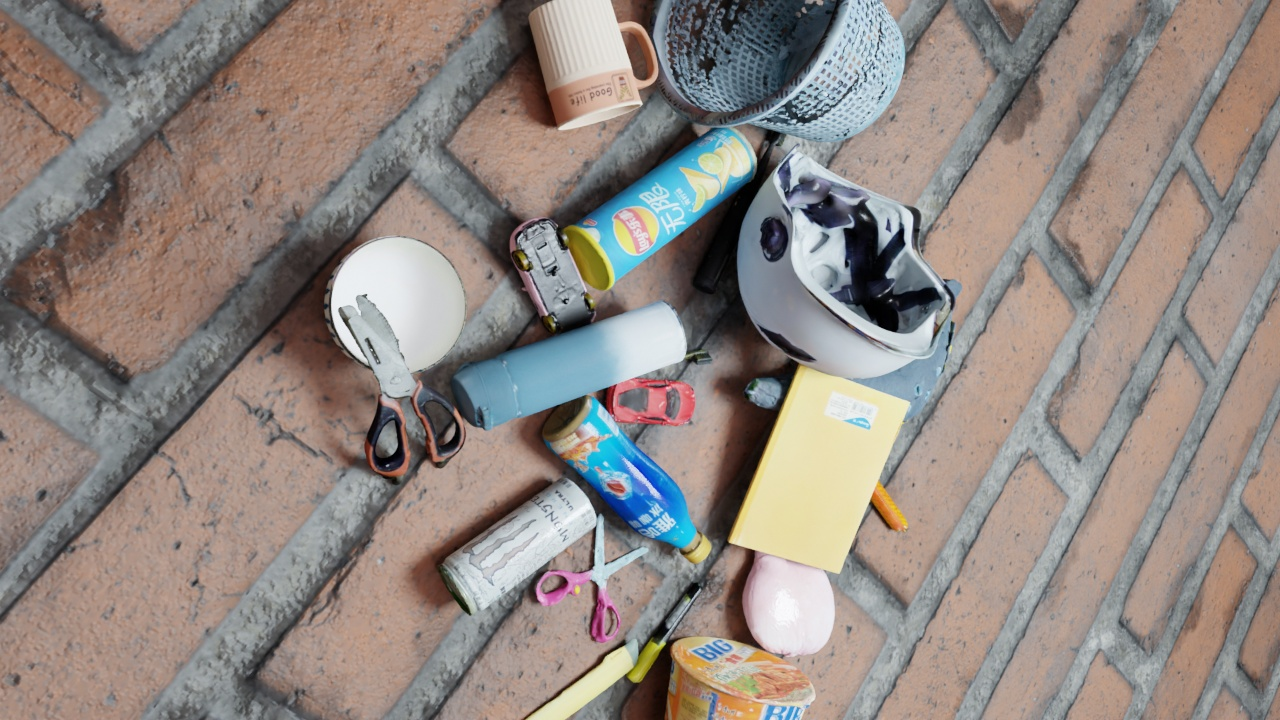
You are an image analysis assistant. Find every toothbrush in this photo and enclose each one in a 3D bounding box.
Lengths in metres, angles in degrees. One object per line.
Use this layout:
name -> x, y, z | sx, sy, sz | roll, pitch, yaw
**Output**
toothbrush -> 0.112, -0.168, 0.992 | 0.027, 0.026, 0.212 | 43, 69, -48
toothbrush -> -0.006, 0.005, 0.935 | 0.185, 0.017, 0.012 | -7, 132, -29

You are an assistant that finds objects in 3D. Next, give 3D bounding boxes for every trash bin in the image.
trash bin -> 0.154, -0.314, 0.909 | 0.194, 0.227, 0.226 | 11, 86, -49

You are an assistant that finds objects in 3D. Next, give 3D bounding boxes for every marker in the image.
marker -> 0.028, 0.285, 0.964 | 0.124, 0.018, 0.015 | -50, 115, -20

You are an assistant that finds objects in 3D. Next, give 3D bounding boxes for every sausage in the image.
sausage -> 0.277, 0.151, 1.100 | 0.021, 0.021, 0.165 | -46, 112, -21

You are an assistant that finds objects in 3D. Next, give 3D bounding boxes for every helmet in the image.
helmet -> 0.190, -0.079, 0.949 | 0.228, 0.146, 0.258 | 16, 51, -28

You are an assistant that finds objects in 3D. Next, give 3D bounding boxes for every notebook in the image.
notebook -> 0.193, 0.119, 0.984 | 0.145, 0.010, 0.206 | 19, 96, -20

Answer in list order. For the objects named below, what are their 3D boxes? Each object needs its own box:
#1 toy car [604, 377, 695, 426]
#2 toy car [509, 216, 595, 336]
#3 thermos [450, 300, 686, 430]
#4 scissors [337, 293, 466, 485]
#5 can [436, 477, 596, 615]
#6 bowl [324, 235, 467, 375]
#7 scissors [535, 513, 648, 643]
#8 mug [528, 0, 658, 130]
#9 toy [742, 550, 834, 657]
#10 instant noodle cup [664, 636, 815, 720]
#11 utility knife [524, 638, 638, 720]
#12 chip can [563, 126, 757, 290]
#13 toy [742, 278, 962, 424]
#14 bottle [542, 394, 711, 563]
toy car -> 0.013, 0.042, 0.940 | 0.106, 0.031, 0.049 | 7, 89, -32
toy car -> -0.085, -0.078, 0.876 | 0.056, 0.037, 0.122 | -33, 120, -19
thermos -> -0.066, 0.003, 0.860 | 0.220, 0.070, 0.070 | -19, 101, -21
scissors -> -0.209, 0.032, 0.752 | 0.206, 0.015, 0.194 | 19, 114, -50
can -> -0.113, 0.171, 0.855 | 0.146, 0.058, 0.058 | -33, 107, -25
bowl -> -0.214, -0.046, 0.785 | 0.116, 0.066, 0.116 | -1, 92, -31
scissors -> -0.043, 0.224, 0.924 | 0.133, 0.017, 0.135 | -21, 100, -31
mug -> -0.039, -0.285, 0.865 | 0.114, 0.082, 0.106 | -20, 100, -22
toy -> 0.166, 0.247, 1.022 | 0.121, 0.054, 0.159 | 6, 77, -30
instant noodle cup -> 0.091, 0.365, 0.935 | 0.151, 0.151, 0.111 | 12, 94, -30
utility knife -> -0.065, 0.334, 0.913 | 0.162, 0.018, 0.031 | -31, 102, -27
chip can -> 0.021, -0.156, 0.913 | 0.209, 0.071, 0.071 | -39, 110, -23
toy -> 0.264, 0.012, 1.050 | 0.355, 0.092, 0.138 | -22, 92, -29
bottle -> -0.006, 0.125, 0.913 | 0.218, 0.065, 0.065 | 48, 69, -23
